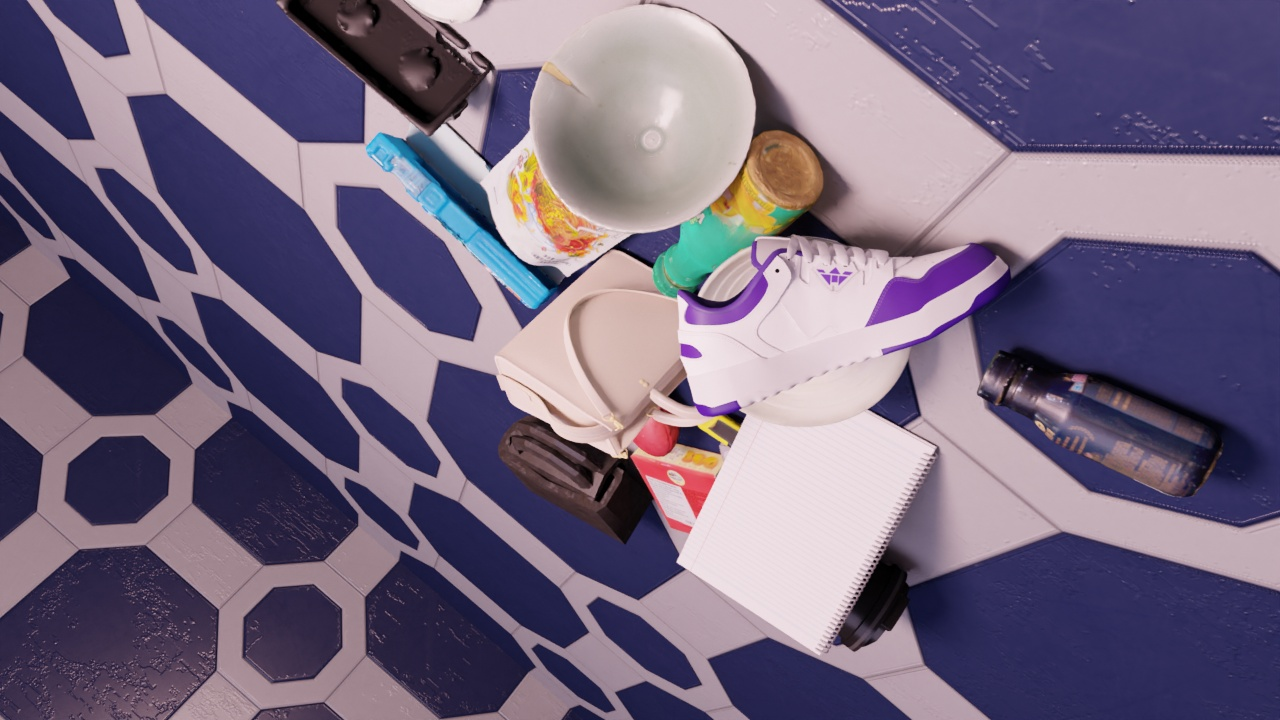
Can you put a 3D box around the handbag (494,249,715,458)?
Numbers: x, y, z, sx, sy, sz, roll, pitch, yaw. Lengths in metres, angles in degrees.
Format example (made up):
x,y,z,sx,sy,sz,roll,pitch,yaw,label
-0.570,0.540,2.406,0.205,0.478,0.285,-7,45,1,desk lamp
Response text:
x,y,z,sx,sy,sz,roll,pitch,yaw,label
-0.005,0.005,0.876,0.198,0.194,0.101,29,149,28,handbag

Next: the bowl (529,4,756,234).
x,y,z,sx,sy,sz,roll,pitch,yaw,label
0.006,-0.180,0.711,0.174,0.174,0.068,34,-174,14,bowl

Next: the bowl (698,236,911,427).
x,y,z,sx,sy,sz,roll,pitch,yaw,label
0.133,-0.032,0.766,0.177,0.057,0.177,6,122,9,bowl

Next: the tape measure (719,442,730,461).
x,y,z,sx,sy,sz,roll,pitch,yaw,label
0.123,0.111,1.046,0.062,0.020,0.060,26,154,24,tape measure

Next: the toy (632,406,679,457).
x,y,z,sx,sy,sz,roll,pitch,yaw,label
0.008,0.072,1.096,0.092,0.062,0.133,66,167,-1,toy

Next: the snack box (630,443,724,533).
x,y,z,sx,sy,sz,roll,pitch,yaw,label
0.074,0.170,1.164,0.143,0.040,0.145,10,138,43,snack box

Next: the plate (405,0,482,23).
x,y,z,sx,sy,sz,roll,pitch,yaw,label
-0.188,-0.365,0.782,0.157,0.014,0.157,29,149,20,plate

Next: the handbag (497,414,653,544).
x,y,z,sx,sy,sz,roll,pitch,yaw,label
-0.100,0.140,1.266,0.197,0.102,0.199,24,163,28,handbag

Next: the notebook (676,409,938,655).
x,y,z,sx,sy,sz,roll,pitch,yaw,label
0.158,0.148,0.910,0.178,0.013,0.246,30,109,20,notebook

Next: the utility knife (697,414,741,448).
x,y,z,sx,sy,sz,roll,pitch,yaw,label
0.125,0.096,0.974,0.188,0.020,0.029,32,109,44,utility knife

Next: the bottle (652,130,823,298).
x,y,z,sx,sy,sz,roll,pitch,yaw,label
0.069,-0.109,0.765,0.068,0.068,0.210,44,151,-4,bottle

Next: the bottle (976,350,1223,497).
x,y,z,sx,sy,sz,roll,pitch,yaw,label
0.330,0.042,0.669,0.161,0.056,0.056,27,148,23,bottle

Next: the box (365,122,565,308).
x,y,z,sx,sy,sz,roll,pitch,yaw,label
-0.173,-0.169,0.999,0.243,0.085,0.091,44,-172,-5,box

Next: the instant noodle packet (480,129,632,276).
x,y,z,sx,sy,sz,roll,pitch,yaw,label
-0.049,-0.168,0.846,0.147,0.057,0.270,46,145,-13,instant noodle packet

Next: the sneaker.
x,y,z,sx,sy,sz,roll,pitch,yaw,label
0.136,-0.051,0.676,0.091,0.244,0.111,-45,-68,-78,sneaker

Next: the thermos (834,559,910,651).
x,y,z,sx,sy,sz,roll,pitch,yaw,label
0.187,0.224,1.034,0.218,0.105,0.106,35,150,11,thermos

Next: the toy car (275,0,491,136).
x,y,z,sx,sy,sz,roll,pitch,yaw,label
-0.239,-0.299,0.880,0.191,0.094,0.071,40,176,1,toy car
